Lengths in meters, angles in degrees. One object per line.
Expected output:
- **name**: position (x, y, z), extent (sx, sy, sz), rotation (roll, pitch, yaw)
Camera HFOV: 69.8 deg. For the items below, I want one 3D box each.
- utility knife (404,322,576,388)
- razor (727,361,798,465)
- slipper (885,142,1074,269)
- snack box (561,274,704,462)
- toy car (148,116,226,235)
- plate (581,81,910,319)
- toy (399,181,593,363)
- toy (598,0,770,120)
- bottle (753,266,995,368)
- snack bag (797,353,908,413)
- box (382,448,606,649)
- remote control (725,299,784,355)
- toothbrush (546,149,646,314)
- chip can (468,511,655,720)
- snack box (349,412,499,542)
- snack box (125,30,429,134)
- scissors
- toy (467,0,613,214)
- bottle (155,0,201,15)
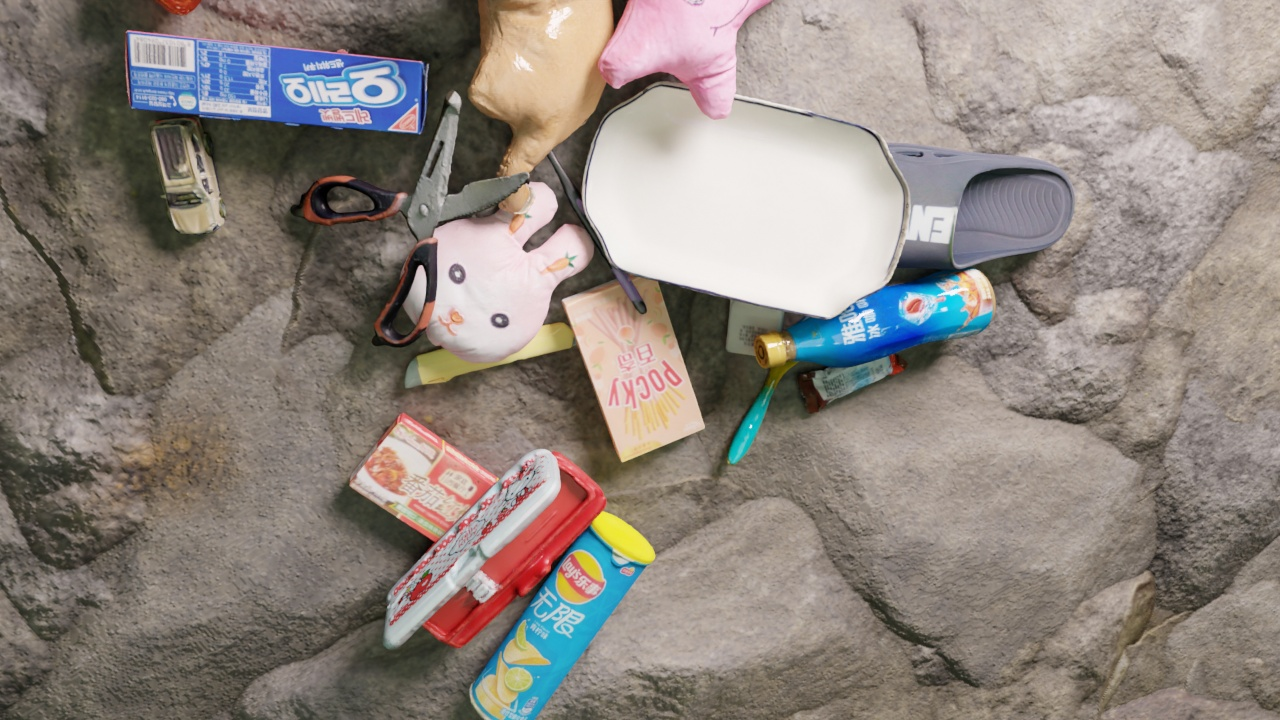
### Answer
- **utility knife**: position (-0.117, -0.008, 0.796), extent (0.178, 0.019, 0.031), rotation (-12, 112, -6)
- **razor**: position (0.112, 0.037, 0.847), extent (0.043, 0.028, 0.132), rotation (26, 99, 9)
- **slipper**: position (0.270, -0.132, 0.798), extent (0.268, 0.083, 0.111), rotation (-3, 105, -11)
- **snack box**: position (-0.005, 0.005, 0.813), extent (0.084, 0.026, 0.157), rotation (-22, 109, -9)
- **toy car**: position (-0.349, -0.139, 0.704), extent (0.042, 0.035, 0.090), rotation (-7, 110, -7)
- **plate**: position (0.085, -0.130, 0.756), extent (0.266, 0.034, 0.162), rotation (12, 94, 1)
- **toy**: position (-0.119, -0.073, 0.759), extent (0.159, 0.054, 0.121), rotation (-44, 104, -2)
- **toy**: position (0.030, -0.280, 0.686), extent (0.178, 0.075, 0.194), rotation (35, 78, -33)
- **bottle**: position (0.204, -0.032, 0.809), extent (0.218, 0.065, 0.065), rotation (-14, 109, -14)
- **snack bag**: position (0.198, 0.012, 0.856), extent (0.105, 0.026, 0.045), rotation (-26, 119, -1)
- **box**: position (-0.120, 0.174, 0.780), extent (0.201, 0.100, 0.094), rotation (-45, 109, 6)
- **remote control**: position (0.104, -0.066, 0.808), extent (0.049, 0.024, 0.125), rotation (8, 107, 16)
- **toothbrush**: position (-0.045, -0.119, 0.763), extent (0.014, 0.017, 0.189), rotation (-33, 102, -9)
- **chip can**: position (-0.074, 0.244, 0.852), extent (0.071, 0.071, 0.210), rotation (32, 98, -18)
- **snack box**: position (-0.174, 0.120, 0.820), extent (0.153, 0.025, 0.075), rotation (39, 97, -18)
- **snack box**: position (-0.264, -0.206, 0.686), extent (0.207, 0.058, 0.057), rotation (2, 106, -11)
- **scissors**: position (-0.176, -0.101, 0.702), extent (0.225, 0.015, 0.189), rotation (-2, 110, 24)
- **toy**: position (-0.075, -0.224, 0.687), extent (0.143, 0.082, 0.226), rotation (-25, 122, -32)
- **bottle**: position (-0.278, -0.336, 0.644), extent (0.206, 0.059, 0.060), rotation (-45, 109, 4)
